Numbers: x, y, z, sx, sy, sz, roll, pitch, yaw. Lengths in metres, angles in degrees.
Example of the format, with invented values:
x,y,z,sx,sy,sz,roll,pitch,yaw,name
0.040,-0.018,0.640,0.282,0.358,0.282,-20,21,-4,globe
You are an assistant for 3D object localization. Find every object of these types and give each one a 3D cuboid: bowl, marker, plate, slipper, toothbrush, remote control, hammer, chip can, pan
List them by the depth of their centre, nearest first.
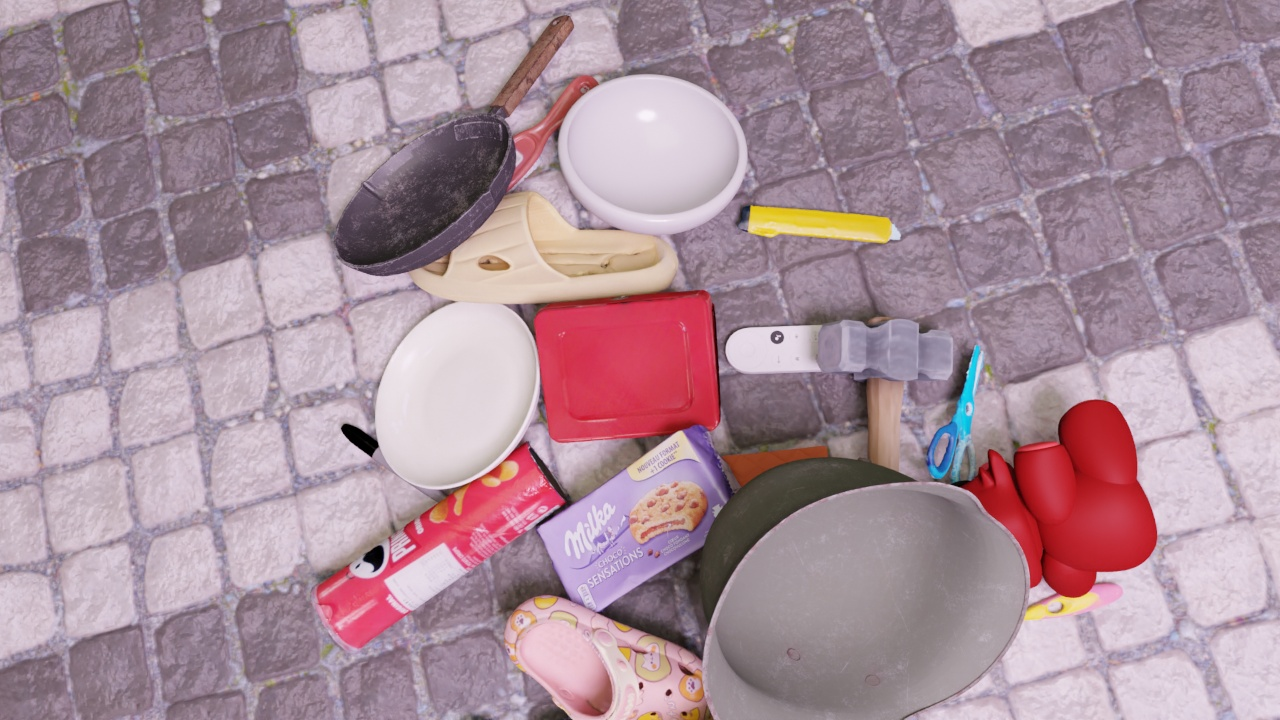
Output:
x,y,z,sx,sy,sz,roll,pitch,yaw,name
-0.028,0.273,0.767,0.197,0.081,0.093,27,108,-4,slipper
0.354,0.217,0.800,0.135,0.016,0.021,-15,76,0,toothbrush
0.212,0.123,0.804,0.117,0.051,0.322,5,84,-21,hammer
-0.177,0.165,0.828,0.233,0.073,0.073,-35,78,-3,chip can
-0.164,0.033,0.850,0.183,0.034,0.182,-10,66,24,plate
-0.095,-0.108,0.853,0.261,0.079,0.111,3,44,2,slipper
0.149,-0.011,0.864,0.136,0.013,0.043,-2,78,5,remote control
-0.231,0.100,0.871,0.138,0.022,0.016,33,70,11,marker
0.010,-0.185,0.874,0.176,0.066,0.176,2,63,-4,bowl
-0.159,-0.213,0.894,0.208,0.040,0.356,14,60,43,pan

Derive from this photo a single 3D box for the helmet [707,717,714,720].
x,y,z,sx,sy,sz,roll,pitch,yaw,name
0.115,0.360,0.701,0.241,0.139,0.209,-3,118,39,helmet

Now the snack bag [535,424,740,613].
x,y,z,sx,sy,sz,roll,pitch,yaw,name
0.000,0.143,0.798,0.206,0.058,0.096,-36,76,24,snack bag

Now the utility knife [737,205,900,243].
x,y,z,sx,sy,sz,roll,pitch,yaw,name
0.172,-0.129,0.884,0.155,0.017,0.030,5,84,7,utility knife

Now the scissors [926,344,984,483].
x,y,z,sx,sy,sz,roll,pitch,yaw,name
0.284,0.045,0.815,0.015,0.083,0.140,5,77,51,scissors

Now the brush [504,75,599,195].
x,y,z,sx,sy,sz,roll,pitch,yaw,name
-0.104,-0.217,0.918,0.172,0.030,0.041,-45,78,-3,brush

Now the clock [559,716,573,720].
x,y,z,sx,sy,sz,roll,pitch,yaw,name
-0.049,0.364,0.786,0.090,0.052,0.129,-34,77,-3,clock

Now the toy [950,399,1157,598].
x,y,z,sx,sy,sz,roll,pitch,yaw,name
0.321,0.133,0.765,0.197,0.120,0.158,-20,119,11,toy

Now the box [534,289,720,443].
x,y,z,sx,sy,sz,roll,pitch,yaw,name
-0.007,0.006,0.822,0.157,0.122,0.136,-5,83,4,box

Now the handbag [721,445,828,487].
x,y,z,sx,sy,sz,roll,pitch,yaw,name
0.118,0.168,0.806,0.109,0.060,0.171,-6,79,4,handbag

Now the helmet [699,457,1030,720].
x,y,z,sx,sy,sz,roll,pitch,yaw,name
0.149,0.162,0.682,0.267,0.154,0.227,11,105,-19,helmet
